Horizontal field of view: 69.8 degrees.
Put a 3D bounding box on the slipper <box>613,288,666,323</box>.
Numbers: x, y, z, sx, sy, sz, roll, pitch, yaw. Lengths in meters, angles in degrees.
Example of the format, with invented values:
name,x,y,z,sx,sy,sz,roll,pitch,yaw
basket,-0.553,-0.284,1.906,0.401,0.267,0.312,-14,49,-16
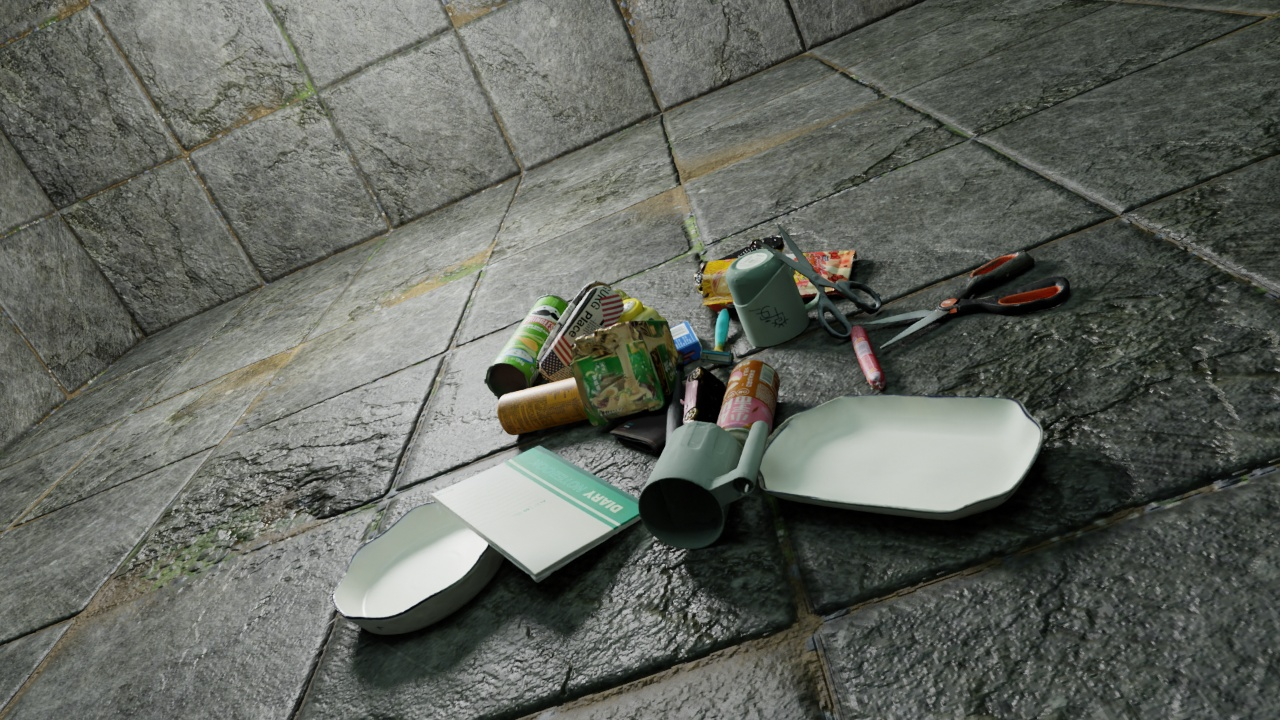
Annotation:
name,x,y,z,sx,sy,sz,roll,pitch,yaw
slipper,-0.039,-0.061,1.382,0.091,0.081,0.191,-37,23,-22

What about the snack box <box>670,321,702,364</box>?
name,x,y,z,sx,sy,sz,roll,pitch,yaw
snack box,0.006,0.000,1.267,0.157,0.026,0.084,-24,22,2

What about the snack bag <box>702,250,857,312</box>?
name,x,y,z,sx,sy,sz,roll,pitch,yaw
snack bag,0.196,-0.115,1.297,0.208,0.073,0.128,-6,28,23

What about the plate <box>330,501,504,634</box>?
name,x,y,z,sx,sy,sz,roll,pitch,yaw
plate,-0.232,0.221,1.002,0.205,0.045,0.204,-22,23,10

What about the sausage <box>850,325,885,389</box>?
name,x,y,z,sx,sy,sz,roll,pitch,yaw
sausage,0.255,-0.004,1.034,0.020,0.020,0.155,-20,23,12

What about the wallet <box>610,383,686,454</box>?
name,x,y,z,sx,sy,sz,roll,pitch,yaw
wallet,0.035,0.067,1.105,0.122,0.020,0.096,-33,24,-25

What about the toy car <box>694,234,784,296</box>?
name,x,y,z,sx,sy,sz,roll,pitch,yaw
toy car,0.154,-0.148,1.421,0.156,0.041,0.071,-27,23,-1

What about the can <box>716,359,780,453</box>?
name,x,y,z,sx,sy,sz,roll,pitch,yaw
can,0.115,0.057,0.990,0.058,0.058,0.147,-15,24,22

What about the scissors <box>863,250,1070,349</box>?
name,x,y,z,sx,sy,sz,roll,pitch,yaw
scissors,0.378,-0.070,1.051,0.220,0.022,0.224,-37,26,-28

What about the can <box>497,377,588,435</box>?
name,x,y,z,sx,sy,sz,roll,pitch,yaw
can,-0.117,0.059,1.222,0.146,0.058,0.058,-14,25,24

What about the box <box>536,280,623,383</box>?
name,x,y,z,sx,sy,sz,roll,pitch,yaw
box,-0.086,-0.035,1.313,0.163,0.074,0.079,-53,50,7

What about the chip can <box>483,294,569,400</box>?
name,x,y,z,sx,sy,sz,roll,pitch,yaw
chip can,-0.170,-0.022,1.438,0.072,0.072,0.235,-15,25,22

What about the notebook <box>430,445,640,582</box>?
name,x,y,z,sx,sy,sz,roll,pitch,yaw
notebook,-0.109,0.154,0.983,0.150,0.012,0.209,-24,30,-34

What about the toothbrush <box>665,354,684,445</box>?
name,x,y,z,sx,sy,sz,roll,pitch,yaw
toothbrush,0.043,0.062,1.049,0.026,0.027,0.212,5,37,1

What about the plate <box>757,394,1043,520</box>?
name,x,y,z,sx,sy,sz,roll,pitch,yaw
plate,0.229,0.090,0.835,0.266,0.034,0.161,-1,33,44

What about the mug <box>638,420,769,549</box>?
name,x,y,z,sx,sy,sz,roll,pitch,yaw
mug,0.067,0.110,0.881,0.124,0.083,0.103,-29,16,29

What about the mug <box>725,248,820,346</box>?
name,x,y,z,sx,sy,sz,roll,pitch,yaw
mug,0.175,-0.088,1.185,0.112,0.106,0.082,-19,22,12

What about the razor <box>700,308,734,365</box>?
name,x,y,z,sx,sy,sz,roll,pitch,yaw
razor,0.107,-0.032,1.232,0.043,0.028,0.132,4,32,7

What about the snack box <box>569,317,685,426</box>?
name,x,y,z,sx,sy,sz,roll,pitch,yaw
snack box,-0.007,0.007,1.160,0.118,0.117,0.105,-16,3,34

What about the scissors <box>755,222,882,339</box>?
name,x,y,z,sx,sy,sz,roll,pitch,yaw
scissors,0.222,-0.097,1.136,0.159,0.014,0.171,7,62,-12

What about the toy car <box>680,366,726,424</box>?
name,x,y,z,sx,sy,sz,roll,pitch,yaw
toy car,0.072,0.055,1.033,0.037,0.056,0.122,-44,20,31
